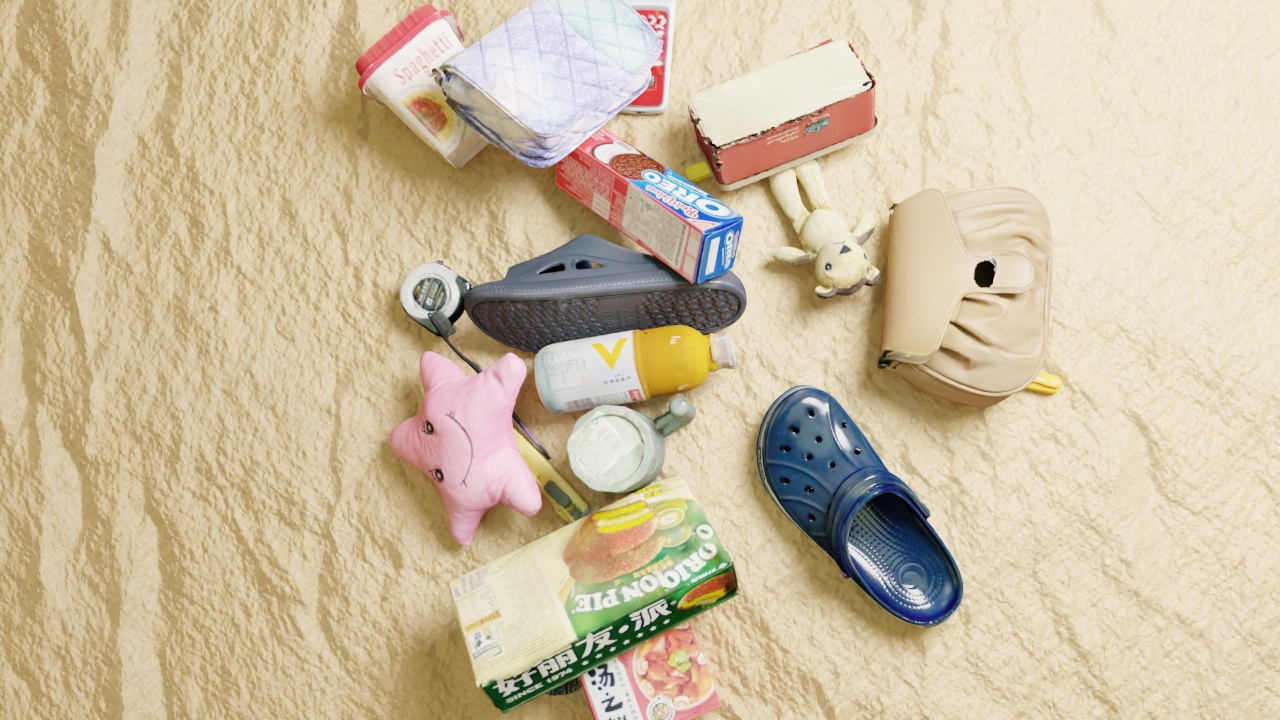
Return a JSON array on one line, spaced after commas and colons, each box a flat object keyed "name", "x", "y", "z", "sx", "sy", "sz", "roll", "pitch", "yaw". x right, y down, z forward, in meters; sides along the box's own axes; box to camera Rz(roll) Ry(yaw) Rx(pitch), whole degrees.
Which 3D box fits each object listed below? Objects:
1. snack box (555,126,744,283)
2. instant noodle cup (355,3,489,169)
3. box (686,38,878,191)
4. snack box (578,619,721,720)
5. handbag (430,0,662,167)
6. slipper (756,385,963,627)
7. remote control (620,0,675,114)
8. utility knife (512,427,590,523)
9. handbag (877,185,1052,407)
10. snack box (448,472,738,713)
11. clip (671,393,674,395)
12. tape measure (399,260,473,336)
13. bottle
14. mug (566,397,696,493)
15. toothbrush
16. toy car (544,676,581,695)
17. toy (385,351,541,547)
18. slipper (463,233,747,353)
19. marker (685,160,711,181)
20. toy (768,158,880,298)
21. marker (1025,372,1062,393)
[{"name": "snack box", "x": 0.004, "y": -0.149, "z": 0.863, "sx": 0.057, "sy": 0.058, "sz": 0.207, "roll": -24, "pitch": 50, "yaw": -36}, {"name": "instant noodle cup", "x": -0.201, "y": -0.268, "z": 0.922, "sx": 0.116, "sy": 0.116, "sz": 0.124, "roll": -39, "pitch": 94, "yaw": 0}, {"name": "box", "x": 0.135, "y": -0.243, "z": 0.880, "sx": 0.168, "sy": 0.079, "sz": 0.091, "roll": -21, "pitch": 56, "yaw": 2}, {"name": "snack box", "x": -0.002, "y": 0.278, "z": 0.850, "sx": 0.113, "sy": 0.044, "sz": 0.127, "roll": -21, "pitch": 88, "yaw": -8}, {"name": "handbag", "x": -0.082, "y": -0.275, "z": 0.870, "sx": 0.134, "sy": 0.076, "sz": 0.193, "roll": 42, "pitch": 61, "yaw": 6}, {"name": "slipper", "x": 0.198, "y": 0.139, "z": 0.838, "sx": 0.105, "sy": 0.095, "sz": 0.253, "roll": -37, "pitch": 85, "yaw": -2}, {"name": "remote control", "x": 0.005, "y": -0.321, "z": 0.946, "sx": 0.056, "sy": 0.020, "sz": 0.136, "roll": 4, "pitch": 84, "yaw": 7}, {"name": "utility knife", "x": -0.103, "y": 0.111, "z": 0.913, "sx": 0.151, "sy": 0.018, "sz": 0.031, "roll": 44, "pitch": 95, "yaw": 14}, {"name": "handbag", "x": 0.300, "y": -0.065, "z": 0.844, "sx": 0.148, "sy": 0.100, "sz": 0.204, "roll": 6, "pitch": 76, "yaw": 7}, {"name": "snack box", "x": -0.043, "y": 0.204, "z": 0.825, "sx": 0.240, "sy": 0.063, "sz": 0.114, "roll": -25, "pitch": 46, "yaw": -9}, {"name": "clip", "x": 0.033, "y": 0.005, "z": 0.909, "sx": 0.038, "sy": 0.013, "sz": 0.055, "roll": 27, "pitch": 89, "yaw": 8}, {"name": "tape measure", "x": -0.209, "y": -0.066, "z": 0.933, "sx": 0.066, "sy": 0.033, "sz": 0.065, "roll": 36, "pitch": 88, "yaw": 6}, {"name": "bottle", "x": -0.005, "y": 0.005, "z": 0.873, "sx": 0.190, "sy": 0.068, "sz": 0.068, "roll": -10, "pitch": 82, "yaw": 8}, {"name": "mug", "x": -0.005, "y": 0.073, "z": 0.860, "sx": 0.124, "sy": 0.103, "sz": 0.083, "roll": -33, "pitch": 81, "yaw": 2}, {"name": "toothbrush", "x": -0.147, "y": 0.024, "z": 0.910, "sx": 0.016, "sy": 0.014, "sz": 0.189, "roll": -40, "pitch": 93, "yaw": -14}, {"name": "toy car", "x": -0.079, "y": 0.266, "z": 0.880, "sx": 0.049, "sy": 0.031, "sz": 0.105, "roll": -1, "pitch": 85, "yaw": -9}, {"name": "toy", "x": -0.175, "y": 0.087, "z": 0.890, "sx": 0.179, "sy": 0.074, "sz": 0.194, "roll": -2, "pitch": 96, "yaw": 29}, {"name": "slipper", "x": -0.034, "y": -0.069, "z": 0.891, "sx": 0.268, "sy": 0.111, "sz": 0.083, "roll": -4, "pitch": 58, "yaw": 1}, {"name": "marker", "x": 0.105, "y": -0.207, "z": 0.925, "sx": 0.124, "sy": 0.015, "sz": 0.018, "roll": -19, "pitch": 44, "yaw": 2}, {"name": "toy", "x": 0.174, "y": -0.132, "z": 0.884, "sx": 0.105, "sy": 0.066, "sz": 0.157, "roll": -19, "pitch": 66, "yaw": -3}, {"name": "marker", "x": 0.337, "y": 0.011, "z": 0.875, "sx": 0.124, "sy": 0.015, "sz": 0.018, "roll": 13, "pitch": 78, "yaw": 10}]
